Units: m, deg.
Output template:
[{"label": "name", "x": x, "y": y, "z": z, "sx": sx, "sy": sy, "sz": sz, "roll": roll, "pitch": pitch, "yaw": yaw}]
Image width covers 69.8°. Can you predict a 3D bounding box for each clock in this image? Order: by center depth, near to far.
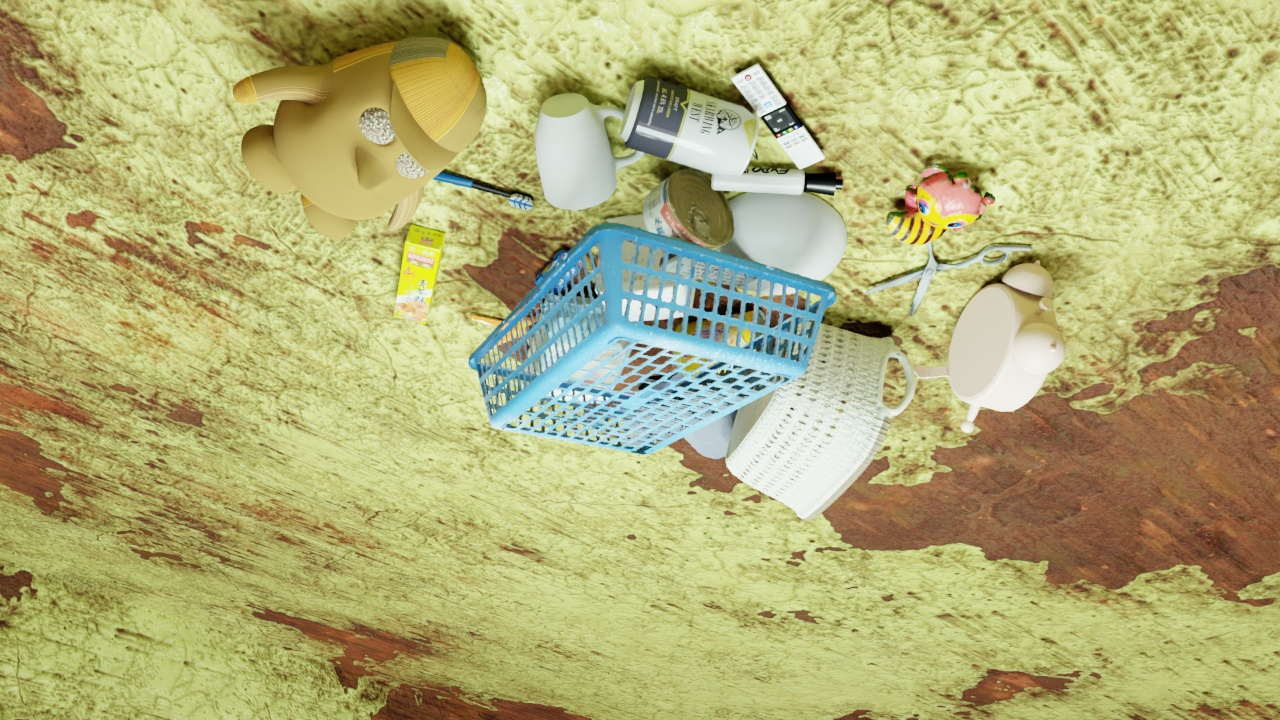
[{"label": "clock", "x": 0.373, "y": -0.018, "z": 0.974, "sx": 0.086, "sy": 0.130, "sz": 0.161, "roll": 18, "pitch": 144, "yaw": -14}]

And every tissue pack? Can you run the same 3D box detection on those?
[{"label": "tissue pack", "x": -0.077, "y": -0.009, "z": 1.120, "sx": 0.112, "sy": 0.069, "sz": 0.182, "roll": 3, "pitch": 148, "yaw": -17}]

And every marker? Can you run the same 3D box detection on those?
[{"label": "marker", "x": 0.132, "y": -0.174, "z": 0.891, "sx": 0.126, "sy": 0.025, "sz": 0.025, "roll": 4, "pitch": 145, "yaw": 5}]

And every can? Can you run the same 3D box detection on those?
[{"label": "can", "x": 0.049, "y": -0.207, "z": 0.826, "sx": 0.127, "sy": 0.064, "sz": 0.064, "roll": 15, "pitch": 145, "yaw": -10}, {"label": "can", "x": 0.047, "y": -0.141, "z": 0.901, "sx": 0.086, "sy": 0.086, "sz": 0.043, "roll": 29, "pitch": 141, "yaw": -27}, {"label": "can", "x": 0.097, "y": -0.018, "z": 1.083, "sx": 0.105, "sy": 0.067, "sz": 0.068, "roll": -10, "pitch": 142, "yaw": 23}]

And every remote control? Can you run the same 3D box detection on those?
[{"label": "remote control", "x": 0.127, "y": -0.222, "z": 0.835, "sx": 0.028, "sy": 0.011, "sz": 0.124, "roll": -19, "pitch": 137, "yaw": 33}, {"label": "remote control", "x": 0.071, "y": -0.090, "z": 0.908, "sx": 0.033, "sy": 0.013, "sz": 0.136, "roll": -23, "pitch": 160, "yaw": 37}]

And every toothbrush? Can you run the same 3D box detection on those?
[{"label": "toothbrush", "x": -0.192, "y": -0.186, "z": 0.947, "sx": 0.167, "sy": 0.014, "sz": 0.014, "roll": 15, "pitch": 133, "yaw": -11}]

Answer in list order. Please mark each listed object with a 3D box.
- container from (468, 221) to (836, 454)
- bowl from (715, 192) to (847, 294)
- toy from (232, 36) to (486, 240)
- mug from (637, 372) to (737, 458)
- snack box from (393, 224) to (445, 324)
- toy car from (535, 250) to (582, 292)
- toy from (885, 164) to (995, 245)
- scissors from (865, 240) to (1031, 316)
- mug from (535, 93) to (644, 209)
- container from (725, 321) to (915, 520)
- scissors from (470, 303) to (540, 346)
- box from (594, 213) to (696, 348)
[{"label": "container", "x": -0.005, "y": 0.005, "z": 0.937, "sx": 0.257, "sy": 0.089, "sz": 0.363, "roll": 13, "pitch": 155, "yaw": -25}, {"label": "bowl", "x": 0.140, "y": -0.112, "z": 0.962, "sx": 0.149, "sy": 0.043, "sz": 0.150, "roll": 5, "pitch": 145, "yaw": 4}, {"label": "toy", "x": -0.229, "y": -0.204, "z": 0.817, "sx": 0.204, "sy": 0.162, "sz": 0.198, "roll": -22, "pitch": 139, "yaw": 20}, {"label": "mug", "x": 0.068, "y": 0.068, "z": 1.213, "sx": 0.124, "sy": 0.083, "sz": 0.104, "roll": 11, "pitch": 156, "yaw": 40}, {"label": "snack box", "x": -0.259, "y": -0.098, "z": 1.072, "sx": 0.040, "sy": 0.028, "sz": 0.148, "roll": 15, "pitch": 144, "yaw": -11}, {"label": "toy car", "x": -0.091, "y": -0.086, "z": 1.028, "sx": 0.033, "sy": 0.061, "sz": 0.092, "roll": 24, "pitch": 142, "yaw": -22}, {"label": "toy", "x": 0.288, "y": -0.148, "z": 0.883, "sx": 0.084, "sy": 0.046, "sz": 0.104, "roll": 19, "pitch": 148, "yaw": -26}, {"label": "scissors", "x": 0.322, "y": -0.099, "z": 0.972, "sx": 0.174, "sy": 0.014, "sz": 0.142, "roll": -7, "pitch": 140, "yaw": 18}, {"label": "mug", "x": -0.047, "y": -0.204, "z": 0.859, "sx": 0.107, "sy": 0.071, "sz": 0.089, "roll": -19, "pitch": 136, "yaw": -9}, {"label": "container", "x": 0.204, "y": 0.067, "z": 1.097, "sx": 0.143, "sy": 0.184, "sz": 0.247, "roll": 22, "pitch": 143, "yaw": -2}, {"label": "scissors", "x": -0.148, "y": -0.035, "z": 1.155, "sx": 0.126, "sy": 0.011, "sz": 0.127, "roll": -23, "pitch": 135, "yaw": 35}, {"label": "box", "x": 0.004, "y": -0.073, "z": 0.989, "sx": 0.126, "sy": 0.108, "sz": 0.137, "roll": -4, "pitch": 143, "yaw": 16}]
